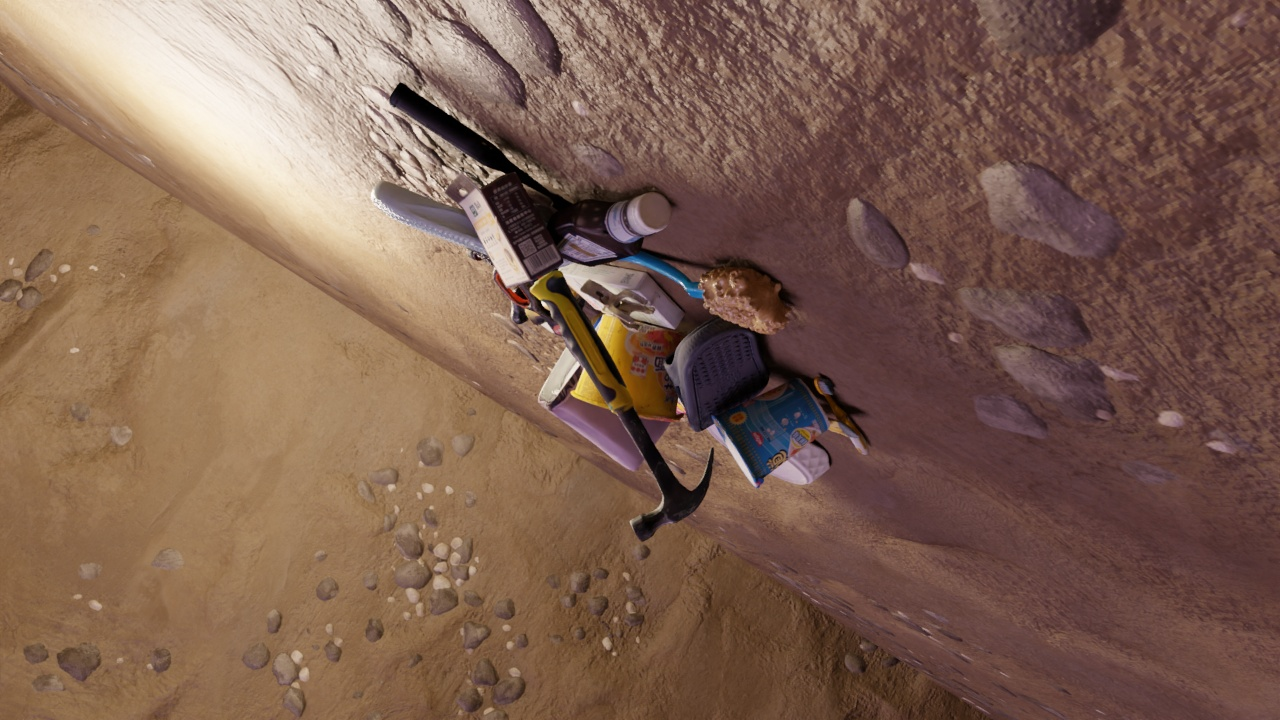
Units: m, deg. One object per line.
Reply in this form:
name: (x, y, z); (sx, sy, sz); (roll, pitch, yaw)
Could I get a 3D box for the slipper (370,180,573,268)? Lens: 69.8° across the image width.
slipper: (-0.183, -0.164, 1.056); (0.245, 0.074, 0.104); (18, 178, -15)

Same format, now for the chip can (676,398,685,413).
chip can: (0.048, 0.041, 1.299); (0.071, 0.071, 0.211); (36, 167, -16)

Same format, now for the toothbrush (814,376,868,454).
toothbrush: (0.240, 0.068, 1.072); (0.018, 0.016, 0.191); (11, 156, 37)

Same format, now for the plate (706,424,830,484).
plate: (0.178, 0.119, 1.344); (0.205, 0.045, 0.205); (30, 167, 7)

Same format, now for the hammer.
hammer: (-0.026, 0.038, 1.060); (0.323, 0.126, 0.032); (59, 179, 8)

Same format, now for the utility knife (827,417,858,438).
utility knife: (0.213, 0.072, 1.131); (0.031, 0.022, 0.211); (47, 177, -12)

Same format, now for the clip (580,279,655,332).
clip: (-0.026, -0.062, 1.053); (0.100, 0.034, 0.071); (24, 166, 47)

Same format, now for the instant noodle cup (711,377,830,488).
instant noodle cup: (0.153, 0.077, 1.057); (0.099, 0.110, 0.099); (59, 177, 5)

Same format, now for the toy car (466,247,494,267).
toy car: (-0.217, -0.164, 1.216); (0.071, 0.041, 0.156); (25, 169, 30)

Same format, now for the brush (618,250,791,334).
brush: (0.046, -0.084, 0.926); (0.255, 0.046, 0.083); (25, 170, 43)

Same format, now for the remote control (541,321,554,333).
remote control: (-0.126, -0.063, 1.427); (0.058, 0.021, 0.150); (38, 166, -25)

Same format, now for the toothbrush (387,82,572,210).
toothbrush: (-0.159, -0.212, 0.939); (0.212, 0.026, 0.027); (32, 156, -16)

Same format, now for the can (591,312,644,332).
can: (-0.013, -0.018, 1.254); (0.102, 0.057, 0.083); (40, 163, -31)

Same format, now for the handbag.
handbag: (-0.050, 0.062, 1.442); (0.197, 0.144, 0.099); (41, 162, -30)

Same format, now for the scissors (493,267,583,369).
scissors: (-0.103, -0.057, 1.244); (0.235, 0.021, 0.142); (38, 131, -20)

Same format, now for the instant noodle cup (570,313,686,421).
instant noodle cup: (-0.007, 0.007, 1.141); (0.138, 0.110, 0.138); (15, -178, -1)

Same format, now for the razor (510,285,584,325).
razor: (-0.134, -0.083, 1.315); (0.067, 0.062, 0.168); (50, 155, -24)

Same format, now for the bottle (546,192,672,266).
bottle: (-0.031, -0.130, 0.897); (0.079, 0.044, 0.195); (22, 169, -24)

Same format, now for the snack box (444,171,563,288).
snack box: (-0.143, -0.140, 0.953); (0.125, 0.053, 0.113); (63, 162, -10)

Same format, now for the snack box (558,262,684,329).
snack box: (-0.026, -0.082, 1.108); (0.157, 0.026, 0.084); (18, 161, 48)

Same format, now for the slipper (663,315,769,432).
slipper: (0.082, -0.001, 1.045); (0.083, 0.110, 0.268); (59, 176, 23)
